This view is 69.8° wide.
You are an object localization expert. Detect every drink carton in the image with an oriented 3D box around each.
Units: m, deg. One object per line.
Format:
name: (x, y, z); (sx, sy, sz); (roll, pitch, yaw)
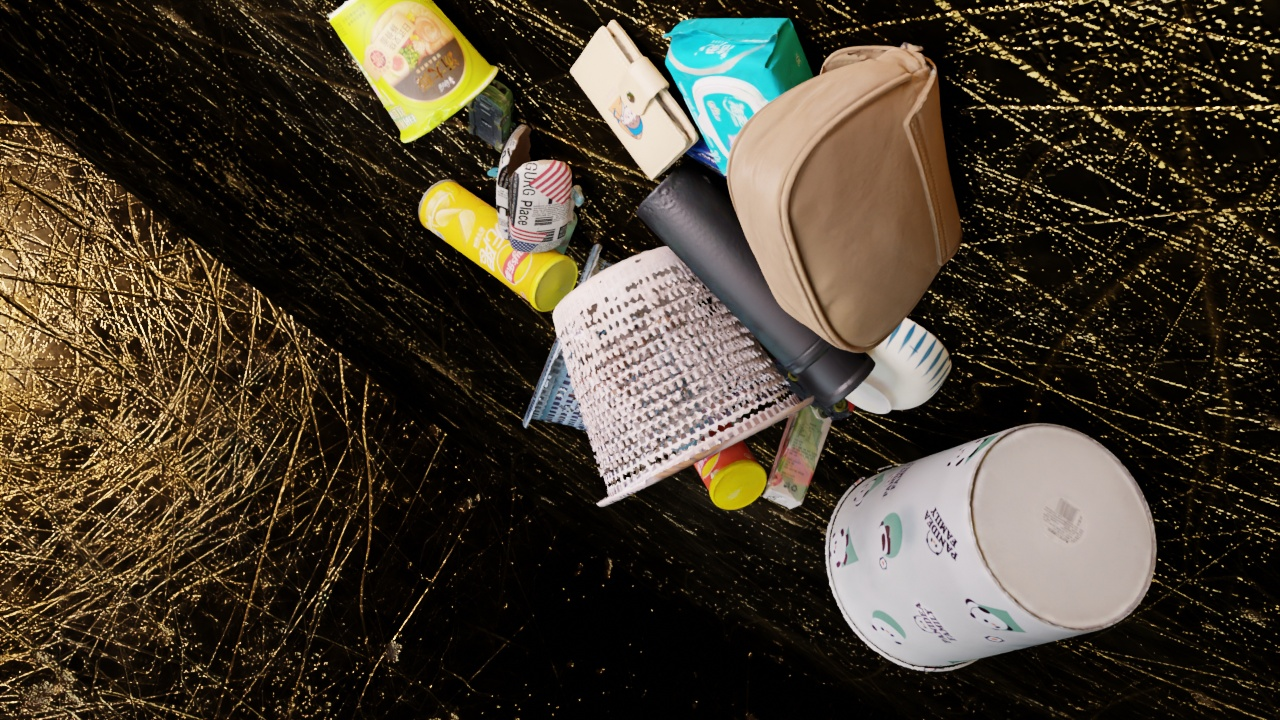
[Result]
drink carton: (0.188, 0.112, 1.102); (0.045, 0.122, 0.054); (23, 163, 1)

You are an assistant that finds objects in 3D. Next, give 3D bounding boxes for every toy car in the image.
toy car: (-0.146, -0.241, 0.906); (0.043, 0.036, 0.091); (32, 161, 0)
toy car: (0.192, 0.029, 1.035); (0.106, 0.031, 0.049); (33, 161, -3)

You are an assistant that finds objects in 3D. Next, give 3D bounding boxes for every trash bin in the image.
trash bin: (-0.006, 0.006, 1.063); (0.195, 0.226, 0.227); (22, 163, -6)
trash bin: (0.021, 0.006, 0.875); (0.192, 0.227, 0.228); (63, 162, 6)
trash bin: (0.339, 0.184, 0.906); (0.229, 0.229, 0.252); (33, 157, 1)

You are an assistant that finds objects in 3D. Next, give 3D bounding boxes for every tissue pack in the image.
tissue pack: (0.079, -0.185, 0.654); (0.093, 0.050, 0.133); (18, 156, 41)

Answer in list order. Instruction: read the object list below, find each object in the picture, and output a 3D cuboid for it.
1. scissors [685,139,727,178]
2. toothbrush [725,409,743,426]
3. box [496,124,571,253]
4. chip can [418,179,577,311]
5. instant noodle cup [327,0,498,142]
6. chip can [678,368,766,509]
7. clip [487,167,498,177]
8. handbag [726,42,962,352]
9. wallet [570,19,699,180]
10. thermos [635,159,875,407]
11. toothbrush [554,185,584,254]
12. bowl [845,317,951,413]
scissors: (0.020, -0.192, 0.765); (0.175, 0.012, 0.108); (31, -175, -5)
toothbrush: (0.073, 0.052, 1.309); (0.187, 0.017, 0.016); (29, 160, 11)
box: (-0.109, -0.168, 0.964); (0.088, 0.076, 0.163); (25, 153, 1)
chip can: (-0.172, -0.141, 1.096); (0.213, 0.072, 0.072); (36, 165, 26)
instant noodle cup: (-0.209, -0.279, 0.822); (0.112, 0.111, 0.123); (6, 141, 54)
chip can: (0.084, 0.092, 1.154); (0.073, 0.073, 0.216); (47, -172, -36)
clip: (-0.150, -0.207, 1.037); (0.056, 0.013, 0.039); (12, 153, 51)
handbag: (0.139, -0.106, 0.619); (0.100, 0.147, 0.204); (45, 173, 41)
wallet: (-0.005, -0.208, 0.739); (0.115, 0.024, 0.087); (54, 152, -4)
thermos: (0.101, -0.064, 0.820); (0.242, 0.068, 0.090); (47, 174, -2)
toothbrush: (-0.089, -0.152, 1.054); (0.027, 0.026, 0.225); (63, 162, 7)
bowl: (0.226, 0.008, 0.872); (0.116, 0.066, 0.117); (30, 161, 11)
